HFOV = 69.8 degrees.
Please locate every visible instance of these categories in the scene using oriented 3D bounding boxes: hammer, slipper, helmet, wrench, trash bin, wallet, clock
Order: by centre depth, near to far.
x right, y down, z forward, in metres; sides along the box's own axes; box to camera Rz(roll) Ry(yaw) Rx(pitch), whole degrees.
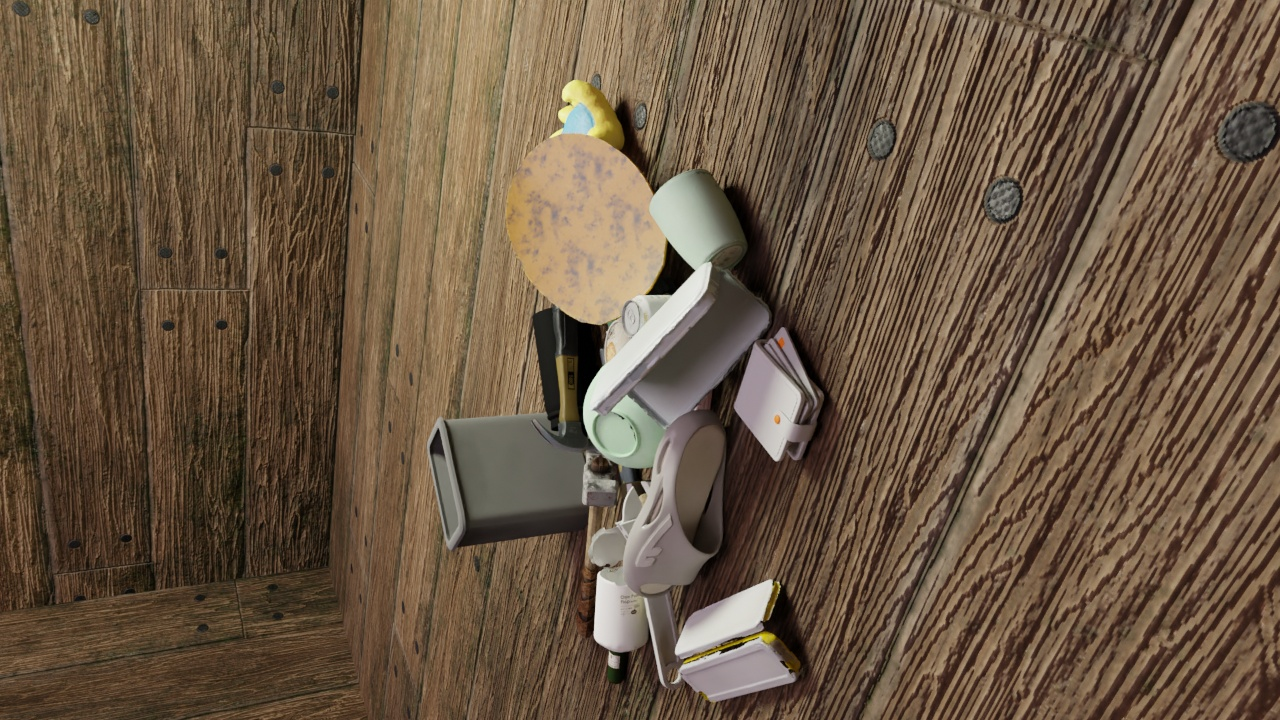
[{"bbox_3d":[0.148,0.031,0.970,0.118,0.037,0.115,-125,42,-50],"label":"wallet"},{"bbox_3d":[0.057,0.189,1.096,0.081,0.112,0.266,35,118,42],"label":"slipper"},{"bbox_3d":[0.029,0.292,1.196,0.018,0.086,0.273,-4,99,62],"label":"wrench"},{"bbox_3d":[-0.046,-0.169,1.205,0.206,0.131,0.255,-42,73,23],"label":"helmet"},{"bbox_3d":[-0.007,0.007,1.226,0.104,0.061,0.156,-53,46,51],"label":"clock"},{"bbox_3d":[-0.027,0.112,1.312,0.073,0.022,0.273,134,127,-64],"label":"wrench"},{"bbox_3d":[-0.108,-0.030,1.335,0.025,0.117,0.332,-28,62,56],"label":"hammer"},{"bbox_3d":[-0.072,0.283,1.379,0.121,0.049,0.319,-100,14,-64],"label":"hammer"},{"bbox_3d":[-0.202,0.182,1.435,0.098,0.219,0.191,-54,46,49],"label":"trash bin"}]

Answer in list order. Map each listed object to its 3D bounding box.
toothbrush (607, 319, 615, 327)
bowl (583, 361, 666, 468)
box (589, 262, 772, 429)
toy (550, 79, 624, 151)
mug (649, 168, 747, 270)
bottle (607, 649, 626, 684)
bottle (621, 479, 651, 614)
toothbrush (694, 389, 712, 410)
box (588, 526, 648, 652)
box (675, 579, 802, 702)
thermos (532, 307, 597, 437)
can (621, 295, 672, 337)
[{"bbox_3d":[-0.021,0.011,1.298,0.016,0.017,0.189,-58,44,48],"label":"toothbrush"},{"bbox_3d":[-0.014,0.076,1.160,0.151,0.076,0.151,14,120,26],"label":"bowl"},{"bbox_3d":[0.056,0.001,1.033,0.216,0.127,0.106,-45,18,29],"label":"box"},{"bbox_3d":[-0.091,-0.296,1.335,0.215,0.083,0.148,-51,49,54],"label":"toy"},{"bbox_3d":[0.072,-0.147,1.062,0.104,0.084,0.111,59,171,22],"label":"mug"},{"bbox_3d":[-0.033,0.425,1.350,0.025,0.025,0.106,29,118,58],"label":"bottle"},{"bbox_3d":[0.008,0.256,1.237,0.045,0.045,0.184,-24,71,60],"label":"bottle"},{"bbox_3d":[0.078,0.007,1.105,0.026,0.027,0.223,-92,9,-72],"label":"toothbrush"},{"bbox_3d":[-0.029,0.314,1.277,0.092,0.083,0.166,-155,67,-69],"label":"box"},{"bbox_3d":[0.106,0.330,1.063,0.211,0.057,0.117,-46,51,54],"label":"box"},{"bbox_3d":[-0.108,0.024,1.388,0.086,0.086,0.198,-30,66,59],"label":"thermos"},{"bbox_3d":[0.032,-0.052,1.106,0.055,0.101,0.055,9,100,61],"label":"can"}]
